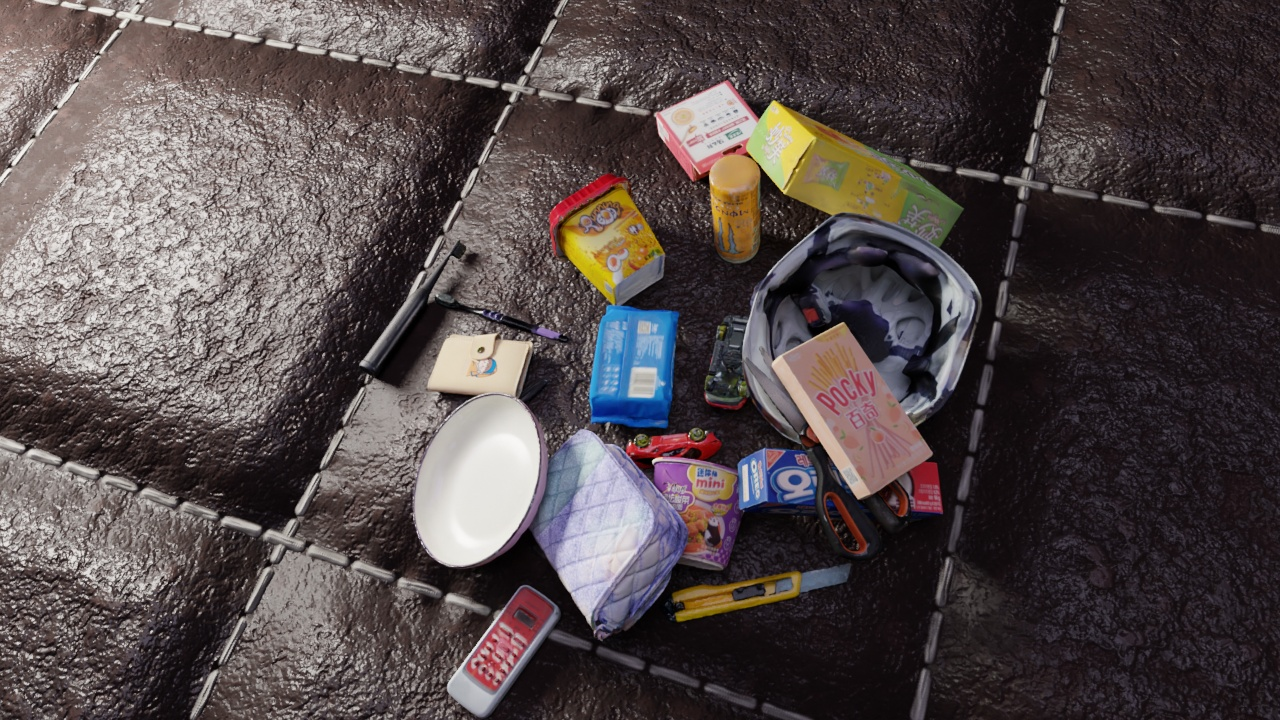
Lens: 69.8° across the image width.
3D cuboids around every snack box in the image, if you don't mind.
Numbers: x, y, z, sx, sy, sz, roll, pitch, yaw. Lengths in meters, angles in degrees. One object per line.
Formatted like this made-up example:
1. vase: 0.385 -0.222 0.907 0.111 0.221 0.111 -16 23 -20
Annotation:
1. snack box: 0.241 -0.209 1.052 0.210 0.070 0.157 19 25 -20
2. snack box: 0.099 -0.299 1.223 0.113 0.044 0.127 -26 61 -7
3. snack box: 0.204 0.047 0.889 0.084 0.026 0.157 -27 78 -23
4. snack box: 0.203 0.129 0.930 0.207 0.057 0.058 6 70 -19

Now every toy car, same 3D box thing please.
1. toy car: 0.038 0.100 1.021 0.106 0.049 0.031 -8 62 3
2. toy car: 0.108 0.005 1.063 0.053 0.045 0.120 10 59 14

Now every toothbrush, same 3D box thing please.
1. toothbrush: -0.180 0.079 1.080 0.180 0.018 0.016 -40 44 -16
2. toothbrush: -0.176 -0.054 1.149 0.189 0.017 0.014 18 66 14
3. toothbrush: -0.285 -0.070 1.166 0.027 0.026 0.212 37 67 -14

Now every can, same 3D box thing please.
1. can: 0.115 -0.179 1.101 0.058 0.146 0.058 -3 62 6

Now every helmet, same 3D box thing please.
1. helmet: 0.228 -0.018 1.000 0.229 0.146 0.258 30 85 12

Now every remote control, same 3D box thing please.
1. remote control: -0.141 0.301 0.955 0.056 0.020 0.135 31 70 20

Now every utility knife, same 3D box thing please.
1. utility knife: 0.120 0.239 0.956 0.207 0.015 0.033 -12 64 1

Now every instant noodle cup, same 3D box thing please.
1. instant noodle cup: 0.058 0.162 0.957 0.112 0.111 0.099 9 72 12
2. instant noodle cup: -0.036 -0.143 1.129 0.116 0.116 0.123 -34 75 -11

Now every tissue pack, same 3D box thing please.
1. tissue pack: -0.006 0.006 1.074 0.095 0.052 0.156 3 63 7

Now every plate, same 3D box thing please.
1. plate: -0.167 0.130 0.989 0.193 0.039 0.192 -18 60 33

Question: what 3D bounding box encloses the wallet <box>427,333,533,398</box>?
1. wallet: -0.192 0.004 1.113 0.115 0.024 0.087 4 57 16

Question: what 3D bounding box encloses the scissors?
1. scissors: 0.167 0.092 0.885 0.234 0.022 0.162 33 62 -6

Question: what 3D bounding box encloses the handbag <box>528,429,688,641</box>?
1. handbag: -0.040 0.169 0.932 0.134 0.075 0.194 -52 39 6
